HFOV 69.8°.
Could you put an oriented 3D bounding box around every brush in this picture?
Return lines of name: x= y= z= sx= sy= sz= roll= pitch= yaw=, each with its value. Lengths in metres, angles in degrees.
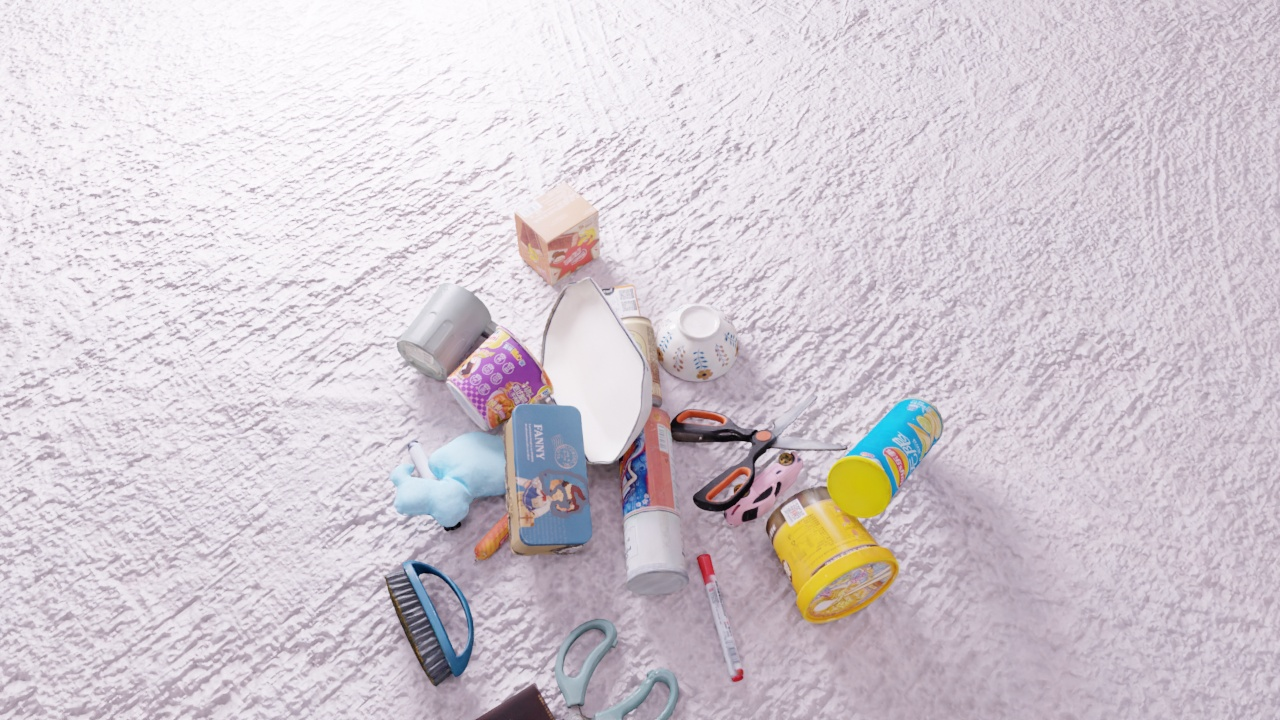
brush: x=-0.225 y=0.279 z=1.004 sx=0.073 sy=0.055 sz=0.144 roll=-26 pitch=59 yaw=-16

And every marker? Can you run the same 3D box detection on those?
marker: x=-0.253 y=0.151 z=1.114 sx=0.022 sy=0.018 sz=0.130 roll=-31 pitch=61 yaw=-9
marker: x=0.089 y=0.286 z=1.028 sx=0.017 sy=0.017 sz=0.145 roll=-10 pitch=57 yaw=-8

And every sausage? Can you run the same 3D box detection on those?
sausage: x=-0.141 y=0.178 z=1.095 sx=0.021 sy=0.021 sz=0.164 roll=34 pitch=62 yaw=20

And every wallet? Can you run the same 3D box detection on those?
wallet: x=-0.138 y=0.406 z=0.942 sx=0.122 sy=0.020 sz=0.096 roll=-27 pitch=65 yaw=-19

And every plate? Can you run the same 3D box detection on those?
plate: x=-0.053 y=0.011 z=1.131 sx=0.034 sy=0.162 sz=0.265 roll=9 pitch=31 yaw=-35

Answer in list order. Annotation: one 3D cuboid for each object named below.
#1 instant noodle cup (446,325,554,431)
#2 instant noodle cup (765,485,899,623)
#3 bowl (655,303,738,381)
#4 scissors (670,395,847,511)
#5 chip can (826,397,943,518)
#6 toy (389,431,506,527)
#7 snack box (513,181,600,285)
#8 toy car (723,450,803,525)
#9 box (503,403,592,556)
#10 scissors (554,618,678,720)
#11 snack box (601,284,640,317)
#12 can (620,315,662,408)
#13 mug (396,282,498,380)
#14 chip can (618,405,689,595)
instant noodle cup: x=-0.181 y=0.027 z=1.148 sx=0.099 sy=0.112 sz=0.111 roll=-38 pitch=64 yaw=-18
instant noodle cup: x=0.207 y=0.212 z=1.025 sx=0.118 sy=0.119 sz=0.114 roll=-19 pitch=51 yaw=-13
bowl: x=0.077 y=-0.034 z=1.220 sx=0.113 sy=0.062 sz=0.113 roll=1 pitch=56 yaw=-2
scissors: x=0.130 y=0.103 z=1.111 sx=0.221 sy=0.022 sz=0.232 roll=18 pitch=46 yaw=37
chip can: x=0.289 y=0.107 z=1.065 sx=0.071 sy=0.071 sz=0.209 roll=34 pitch=33 yaw=20
toy: x=-0.212 y=0.136 z=1.100 sx=0.161 sy=0.050 sz=0.155 roll=13 pitch=45 yaw=-1
snack box: x=-0.116 y=-0.178 z=1.294 sx=0.092 sy=0.094 sz=0.077 roll=-36 pitch=63 yaw=-23
toy car: x=0.150 y=0.155 z=1.095 sx=0.122 sy=0.056 sz=0.037 roll=-32 pitch=58 yaw=-21
box: x=-0.111 y=0.134 z=1.073 sx=0.089 sy=0.062 sz=0.184 roll=1 pitch=68 yaw=-23
scissors: x=-0.055 y=0.348 z=0.974 sx=0.176 sy=0.019 sz=0.172 roll=-23 pitch=59 yaw=-21
snack box: x=-0.031 y=-0.024 z=1.210 sx=0.075 sy=0.026 sz=0.153 roll=-10 pitch=68 yaw=-5
can: x=-0.007 y=0.007 z=1.150 sx=0.058 sy=0.059 sz=0.116 roll=-4 pitch=68 yaw=-4
mug: x=-0.242 y=-0.026 z=1.206 sx=0.124 sy=0.084 sz=0.103 roll=36 pitch=61 yaw=-7
chip can: x=0.012 y=0.161 z=1.079 sx=0.071 sy=0.071 sz=0.214 roll=-3 pitch=55 yaw=-3
